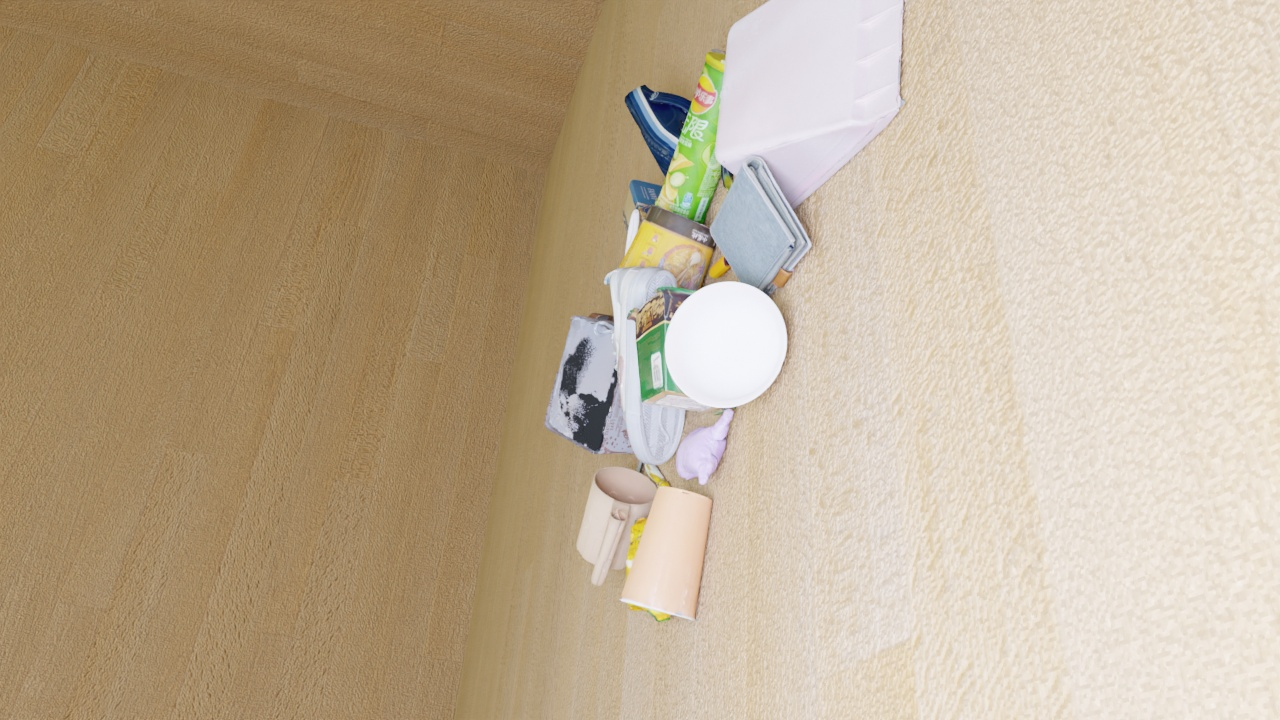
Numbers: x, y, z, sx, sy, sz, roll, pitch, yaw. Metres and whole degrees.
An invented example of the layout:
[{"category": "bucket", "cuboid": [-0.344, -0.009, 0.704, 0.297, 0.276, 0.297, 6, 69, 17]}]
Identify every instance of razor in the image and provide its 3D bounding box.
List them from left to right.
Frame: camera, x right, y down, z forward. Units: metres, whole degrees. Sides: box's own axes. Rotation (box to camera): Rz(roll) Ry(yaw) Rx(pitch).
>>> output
[{"category": "razor", "cuboid": [0.099, -0.209, 1.011, 0.143, 0.022, 0.042, 69, -161, -56]}]

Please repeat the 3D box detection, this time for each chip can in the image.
[{"category": "chip can", "cuboid": [0.082, -0.278, 1.176, 0.072, 0.072, 0.222, -99, 25, -58]}]

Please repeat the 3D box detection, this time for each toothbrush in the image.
[{"category": "toothbrush", "cuboid": [-0.017, -0.111, 1.216, 0.016, 0.016, 0.180, 9, 91, 44]}, {"category": "toothbrush", "cuboid": [0.023, 0.150, 1.123, 0.191, 0.018, 0.016, -141, 68, -76]}]

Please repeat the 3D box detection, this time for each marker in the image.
[{"category": "marker", "cuboid": [0.109, -0.121, 1.043, 0.124, 0.015, 0.018, 140, 140, -65]}]

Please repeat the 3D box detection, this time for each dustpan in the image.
[{"category": "dustpan", "cuboid": [0.180, -0.261, 0.896, 0.274, 0.138, 0.222, -9, 64, 46]}]

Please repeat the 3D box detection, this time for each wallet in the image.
[{"category": "wallet", "cuboid": [0.116, -0.121, 0.888, 0.106, 0.037, 0.130, 61, 161, 13]}]

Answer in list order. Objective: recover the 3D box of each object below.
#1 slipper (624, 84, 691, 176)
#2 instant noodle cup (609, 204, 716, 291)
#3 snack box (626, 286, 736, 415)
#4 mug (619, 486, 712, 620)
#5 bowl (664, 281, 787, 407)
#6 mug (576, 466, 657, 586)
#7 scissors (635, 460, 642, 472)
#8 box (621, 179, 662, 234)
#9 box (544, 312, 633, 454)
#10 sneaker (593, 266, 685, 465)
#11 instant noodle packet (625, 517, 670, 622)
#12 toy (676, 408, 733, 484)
[{"category": "slipper", "cuboid": [0.051, -0.332, 1.335, 0.095, 0.105, 0.252, -33, 41, 7]}, {"category": "instant noodle cup", "cuboid": [0.034, -0.126, 1.152, 0.118, 0.118, 0.114, -128, 59, -73]}, {"category": "snack box", "cuboid": [0.050, -0.005, 0.957, 0.118, 0.117, 0.105, 143, 134, -68]}, {"category": "mug", "cuboid": [0.031, 0.195, 0.938, 0.078, 0.078, 0.122, 145, 141, -71]}, {"category": "bowl", "cuboid": [0.090, -0.011, 0.873, 0.064, 0.118, 0.118, 20, -99, -64]}, {"category": "mug", "cuboid": [-0.033, 0.208, 1.147, 0.124, 0.084, 0.104, -76, 3, -66]}, {"category": "scissors", "cuboid": [0.011, 0.110, 1.234, 0.141, 0.012, 0.170, 138, 142, -69]}, {"category": "box", "cuboid": [0.027, -0.195, 1.289, 0.184, 0.089, 0.059, -105, 29, -54]}, {"category": "box", "cuboid": [-0.028, 0.036, 1.348, 0.226, 0.157, 0.180, 4, -77, -61]}, {"category": "sneaker", "cuboid": [-0.006, 0.006, 1.087, 0.091, 0.089, 0.242, 13, 112, 42]}, {"category": "instant noodle packet", "cuboid": [0.014, 0.232, 1.031, 0.128, 0.044, 0.110, 139, 136, -74]}, {"category": "toy", "cuboid": [0.064, 0.093, 0.967, 0.083, 0.039, 0.108, -65, 5, -14]}]
